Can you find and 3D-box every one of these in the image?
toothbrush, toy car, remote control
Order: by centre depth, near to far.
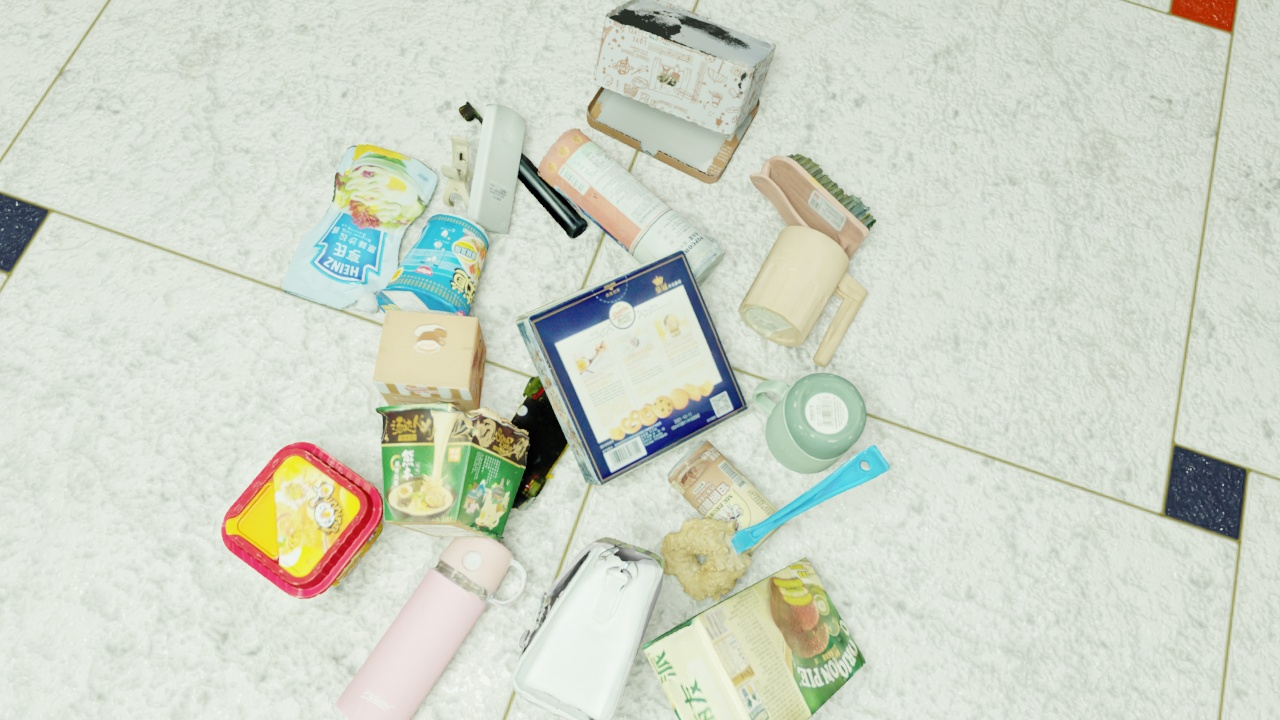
[{"bbox_3d":[-0.107,0.080,0.933,0.071,0.041,0.155,29,73,7],"label":"toy car"},{"bbox_3d":[-0.158,-0.210,1.007,0.019,0.056,0.135,7,87,31],"label":"remote control"},{"bbox_3d":[-0.137,-0.221,1.045,0.027,0.026,0.212,-39,77,-13],"label":"toothbrush"}]

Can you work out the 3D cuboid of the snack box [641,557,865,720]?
[{"bbox_3d":[0.107,0.254,0.792,0.063,0.239,0.114,-36,73,26],"label":"snack box"}]

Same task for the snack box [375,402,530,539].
[{"bbox_3d":[-0.177,0.106,0.844,0.118,0.118,0.105,-4,67,24],"label":"snack box"}]

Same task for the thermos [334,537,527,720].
[{"bbox_3d":[-0.188,0.256,0.856,0.087,0.067,0.198,34,71,4],"label":"thermos"}]

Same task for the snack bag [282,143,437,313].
[{"bbox_3d":[-0.304,-0.143,1.003,0.110,0.039,0.190,21,71,-8],"label":"snack bag"}]

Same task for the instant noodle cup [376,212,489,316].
[{"bbox_3d":[-0.209,-0.092,0.965,0.099,0.099,0.109,16,62,2],"label":"instant noodle cup"}]

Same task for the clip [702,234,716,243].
[{"bbox_3d":[0.060,-0.134,1.033,0.056,0.028,0.024,23,68,15],"label":"clip"}]

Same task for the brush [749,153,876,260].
[{"bbox_3d":[0.190,-0.174,1.029,0.072,0.063,0.145,-37,76,-25],"label":"brush"}]

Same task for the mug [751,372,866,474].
[{"bbox_3d":[0.165,0.055,0.925,0.112,0.106,0.082,34,73,9],"label":"mug"}]

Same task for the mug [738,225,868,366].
[{"bbox_3d":[0.178,-0.067,0.990,0.124,0.084,0.103,38,72,-18],"label":"mug"}]

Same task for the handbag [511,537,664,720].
[{"bbox_3d":[-0.045,0.237,0.800,0.098,0.197,0.144,27,70,6],"label":"handbag"}]

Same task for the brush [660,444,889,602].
[{"bbox_3d":[0.119,0.148,0.845,0.255,0.045,0.083,-37,80,29],"label":"brush"}]

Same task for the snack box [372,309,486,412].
[{"bbox_3d":[-0.209,0.004,0.926,0.093,0.094,0.077,5,70,-2],"label":"snack box"}]

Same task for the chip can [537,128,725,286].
[{"bbox_3d":[-0.011,-0.160,0.999,0.215,0.071,0.071,41,73,6],"label":"chip can"}]

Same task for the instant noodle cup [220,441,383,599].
[{"bbox_3d":[-0.301,0.154,0.852,0.116,0.124,0.116,33,72,8],"label":"instant noodle cup"}]

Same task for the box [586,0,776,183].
[{"bbox_3d":[0.040,-0.309,1.059,0.181,0.158,0.148,24,35,9],"label":"box"}]

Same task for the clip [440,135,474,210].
[{"bbox_3d":[-0.195,-0.207,0.999,0.034,0.104,0.076,14,59,3],"label":"clip"}]

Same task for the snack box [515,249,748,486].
[{"bbox_3d":[-0.005,0.005,0.919,0.177,0.046,0.182,-25,96,-20],"label":"snack box"}]

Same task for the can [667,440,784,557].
[{"bbox_3d":[0.085,0.138,0.916,0.058,0.059,0.116,-42,78,-16],"label":"can"}]
